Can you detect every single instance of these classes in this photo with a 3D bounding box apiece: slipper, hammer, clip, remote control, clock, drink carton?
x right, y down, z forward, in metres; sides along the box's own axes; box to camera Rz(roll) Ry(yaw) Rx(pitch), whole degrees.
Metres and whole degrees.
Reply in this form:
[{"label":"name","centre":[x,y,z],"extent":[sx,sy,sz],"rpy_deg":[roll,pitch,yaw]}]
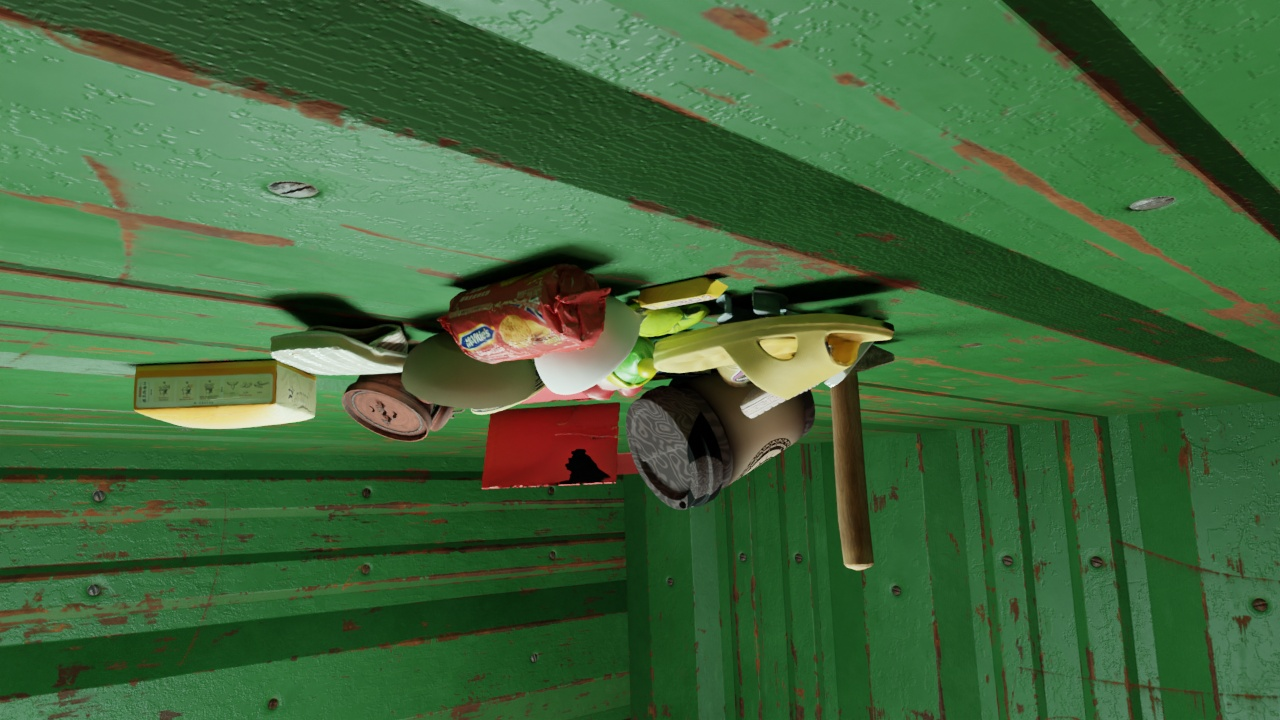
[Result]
[{"label":"slipper","centre":[0.133,0.000,0.969],"extent":[0.264,0.078,0.099],"rpy_deg":[-7,166,30]},{"label":"hammer","centre":[0.277,0.120,1.198],"extent":[0.157,0.300,0.037],"rpy_deg":[4,169,-35]},{"label":"slipper","centre":[-0.323,-0.016,1.017],"extent":[0.115,0.052,0.263],"rpy_deg":[-5,174,3]},{"label":"slipper","centre":[0.183,-0.001,1.105],"extent":[0.094,0.064,0.240],"rpy_deg":[-42,180,-32]},{"label":"clip","centre":[0.114,-0.046,1.003],"extent":[0.112,0.028,0.163],"rpy_deg":[-6,169,25]},{"label":"remote control","centre":[0.251,-0.008,1.067],"extent":[0.130,0.012,0.033],"rpy_deg":[-40,175,-46]},{"label":"clock","centre":[-0.306,0.047,1.200],"extent":[0.158,0.072,0.121],"rpy_deg":[10,145,10]},{"label":"drink carton","centre":[0.026,0.003,1.240],"extent":[0.130,0.040,0.064],"rpy_deg":[-7,170,26]}]

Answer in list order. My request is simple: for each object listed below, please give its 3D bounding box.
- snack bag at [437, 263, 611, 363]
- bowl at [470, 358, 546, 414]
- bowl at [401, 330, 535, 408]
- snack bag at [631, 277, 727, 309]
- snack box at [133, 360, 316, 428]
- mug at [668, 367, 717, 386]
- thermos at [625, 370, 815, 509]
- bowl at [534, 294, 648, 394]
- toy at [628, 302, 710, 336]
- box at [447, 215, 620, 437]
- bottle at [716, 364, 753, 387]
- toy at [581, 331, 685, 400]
[{"label":"snack bag","centre":[-0.106,-0.039,0.842],"extent":[0.177,0.082,0.082],"rpy_deg":[-10,168,42]},{"label":"bowl","centre":[-0.174,0.014,1.160],"extent":[0.112,0.061,0.112],"rpy_deg":[-20,-162,7]},{"label":"bowl","centre":[-0.193,0.001,1.041],"extent":[0.152,0.050,0.152],"rpy_deg":[6,-159,-3]},{"label":"snack bag","centre":[0.037,-0.064,0.894],"extent":[0.099,0.020,0.026],"rpy_deg":[-8,170,34]},{"label":"snack box","centre":[-0.577,0.053,1.289],"extent":[0.195,0.080,0.145],"rpy_deg":[-2,170,1]},{"label":"mug","centre":[0.112,0.045,1.423],"extent":[0.121,0.085,0.095],"rpy_deg":[-29,-176,-27]},{"label":"thermos","centre":[0.118,0.089,1.281],"extent":[0.225,0.172,0.173],"rpy_deg":[-22,-178,-29]},{"label":"bowl","centre":[-0.061,-0.026,0.898],"extent":[0.115,0.114,0.050],"rpy_deg":[-10,132,39]},{"label":"toy","centre":[0.022,-0.044,0.969],"extent":[0.094,0.036,0.093],"rpy_deg":[-17,167,37]},{"label":"box","centre":[-0.153,-0.069,1.339],"extent":[0.217,0.351,0.198],"rpy_deg":[-3,166,15]},{"label":"bottle","centre":[0.121,-0.005,1.148],"extent":[0.060,0.059,0.166],"rpy_deg":[-3,170,9]},{"label":"toy","centre":[-0.007,0.007,1.129],"extent":[0.124,0.096,0.132],"rpy_deg":[-1,147,-24]}]
